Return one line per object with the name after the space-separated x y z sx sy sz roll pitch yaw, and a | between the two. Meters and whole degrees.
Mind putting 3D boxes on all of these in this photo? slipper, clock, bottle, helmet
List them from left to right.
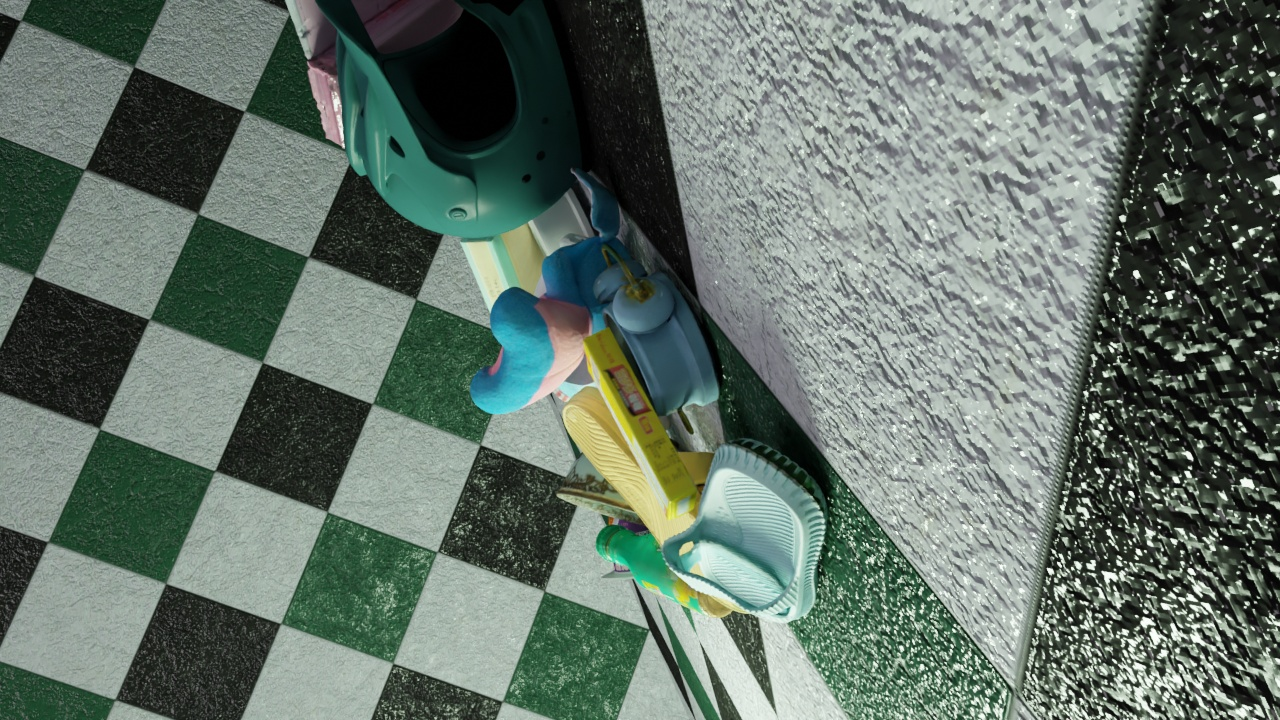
-0.166 -0.223 0.804 0.275 0.200 0.176 83 161 -59 | helmet
-0.076 -0.125 0.995 0.159 0.061 0.120 66 174 -26 | clock
0.010 -0.025 0.746 0.162 0.060 0.118 67 171 -21 | clock
0.024 0.229 1.041 0.210 0.068 0.068 8 124 53 | bottle
0.038 0.118 0.859 0.263 0.078 0.100 45 151 8 | slipper
0.078 0.149 0.688 0.116 0.069 0.277 30 153 19 | slipper

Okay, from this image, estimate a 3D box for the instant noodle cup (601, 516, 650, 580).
0.000 0.206 1.180 0.122 0.137 0.122 17 -121 -84 | instant noodle cup

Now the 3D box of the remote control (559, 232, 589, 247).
-0.046 -0.070 0.935 0.050 0.022 0.133 19 139 33 | remote control

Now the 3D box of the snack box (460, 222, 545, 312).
-0.140 -0.144 1.053 0.142 0.044 0.193 75 -159 -45 | snack box

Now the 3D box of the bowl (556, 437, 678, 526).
-0.004 0.128 1.018 0.160 0.160 0.093 110 176 -76 | bowl

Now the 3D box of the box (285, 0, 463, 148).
-0.223 -0.328 0.852 0.040 0.232 0.179 26 147 17 | box

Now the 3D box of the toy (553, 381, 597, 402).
-0.098 -0.030 1.128 0.180 0.114 0.184 55 144 4 | toy

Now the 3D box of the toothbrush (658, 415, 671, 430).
-0.006 0.006 0.960 0.019 0.018 0.188 52 170 51 | toothbrush

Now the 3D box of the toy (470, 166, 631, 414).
-0.068 -0.047 0.808 0.099 0.190 0.225 28 132 19 | toy

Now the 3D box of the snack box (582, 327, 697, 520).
-0.001 0.052 0.742 0.152 0.025 0.075 61 171 18 | snack box
